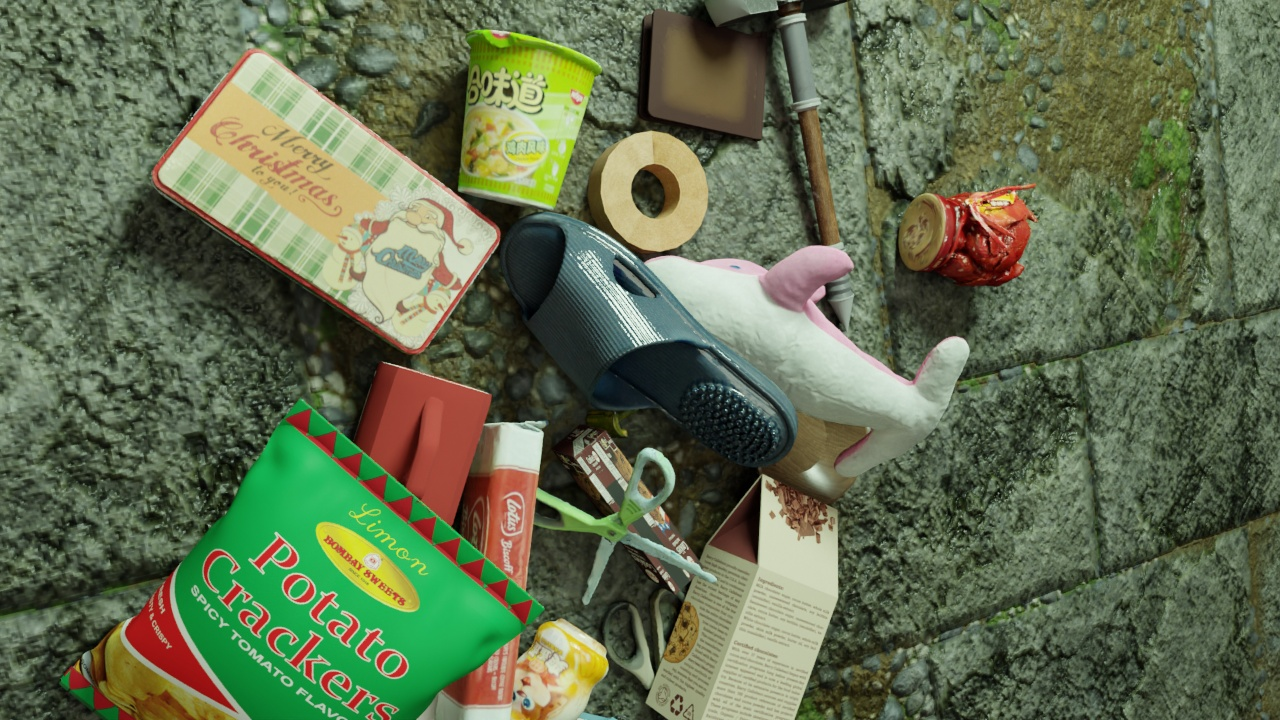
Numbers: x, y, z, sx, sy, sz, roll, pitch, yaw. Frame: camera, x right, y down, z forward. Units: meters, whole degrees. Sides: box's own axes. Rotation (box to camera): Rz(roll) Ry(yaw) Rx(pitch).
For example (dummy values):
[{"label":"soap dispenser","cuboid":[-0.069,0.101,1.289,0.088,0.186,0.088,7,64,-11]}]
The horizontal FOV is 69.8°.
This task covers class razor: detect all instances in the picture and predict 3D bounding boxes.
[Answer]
[{"label":"razor","cuboid":[0.008,0.028,0.740,0.105,0.043,0.026,-33,103,-30]}]

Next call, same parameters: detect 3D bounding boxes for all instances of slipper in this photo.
[{"label":"slipper","cuboid":[-0.004,0.004,0.664,0.263,0.101,0.082,38,41,-5]}]

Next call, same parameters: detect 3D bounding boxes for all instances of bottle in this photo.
[{"label":"bottle","cuboid":[-0.073,0.252,0.690,0.063,0.063,0.108,40,72,-21]},{"label":"bottle","cuboid":[0.303,-0.114,0.828,0.111,0.099,0.099,5,90,-18]}]

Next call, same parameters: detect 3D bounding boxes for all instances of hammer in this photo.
[{"label":"hammer","cuboid":[0.149,-0.180,0.786,0.155,0.043,0.322,-21,105,-31]}]

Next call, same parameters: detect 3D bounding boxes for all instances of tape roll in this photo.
[{"label":"tape roll","cuboid":[0.006,-0.133,0.731,0.093,0.027,0.094,-1,93,-24]}]

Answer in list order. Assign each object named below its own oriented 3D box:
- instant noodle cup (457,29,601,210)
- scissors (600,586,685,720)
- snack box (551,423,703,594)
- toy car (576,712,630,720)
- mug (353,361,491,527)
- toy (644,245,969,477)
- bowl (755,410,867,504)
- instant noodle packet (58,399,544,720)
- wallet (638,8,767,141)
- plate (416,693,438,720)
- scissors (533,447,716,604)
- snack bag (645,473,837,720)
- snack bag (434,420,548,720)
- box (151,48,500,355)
[{"label":"instant noodle cup","cuboid":[-0.086,-0.167,0.657,0.098,0.099,0.108,9,97,-25]},{"label":"scissors","cuboid":[0.023,0.265,0.764,0.132,0.013,0.169,-44,108,-16]},{"label":"snack box","cuboid":[-0.010,0.116,0.722,0.031,0.051,0.141,-40,107,-18]},{"label":"toy car","cuboid":[-0.047,0.308,0.726,0.107,0.027,0.060,23,83,-24]},{"label":"mug","cuboid":[-0.150,0.058,0.619,0.080,0.116,0.096,18,85,-20]},{"label":"toy","cuboid":[0.120,-0.021,0.735,0.265,0.127,0.187,29,122,-5]},{"label":"bowl","cuboid":[0.142,0.069,0.800,0.117,0.030,0.118,-1,92,-24]},{"label":"instant noodle packet","cuboid":[-0.216,0.180,0.577,0.195,0.090,0.253,42,99,-5]},{"label":"wallet","cuboid":[0.054,-0.235,0.757,0.115,0.018,0.091,3,91,-28]},{"label":"plate","cuboid":[-0.198,0.257,0.658,0.229,0.021,0.230,-1,93,-24]},{"label":"scissors","cuboid":[-0.021,0.127,0.687,0.171,0.021,0.172,22,120,4]},{"label":"snack bag","cuboid":[0.096,0.205,0.757,0.094,0.070,0.206,27,80,-31]},{"label":"snack bag","cuboid":[-0.107,0.154,0.650,0.041,0.078,0.225,9,81,-26]},{"label":"box","cuboid":[-0.207,-0.102,0.625,0.205,0.050,0.117,38,76,-20]}]
